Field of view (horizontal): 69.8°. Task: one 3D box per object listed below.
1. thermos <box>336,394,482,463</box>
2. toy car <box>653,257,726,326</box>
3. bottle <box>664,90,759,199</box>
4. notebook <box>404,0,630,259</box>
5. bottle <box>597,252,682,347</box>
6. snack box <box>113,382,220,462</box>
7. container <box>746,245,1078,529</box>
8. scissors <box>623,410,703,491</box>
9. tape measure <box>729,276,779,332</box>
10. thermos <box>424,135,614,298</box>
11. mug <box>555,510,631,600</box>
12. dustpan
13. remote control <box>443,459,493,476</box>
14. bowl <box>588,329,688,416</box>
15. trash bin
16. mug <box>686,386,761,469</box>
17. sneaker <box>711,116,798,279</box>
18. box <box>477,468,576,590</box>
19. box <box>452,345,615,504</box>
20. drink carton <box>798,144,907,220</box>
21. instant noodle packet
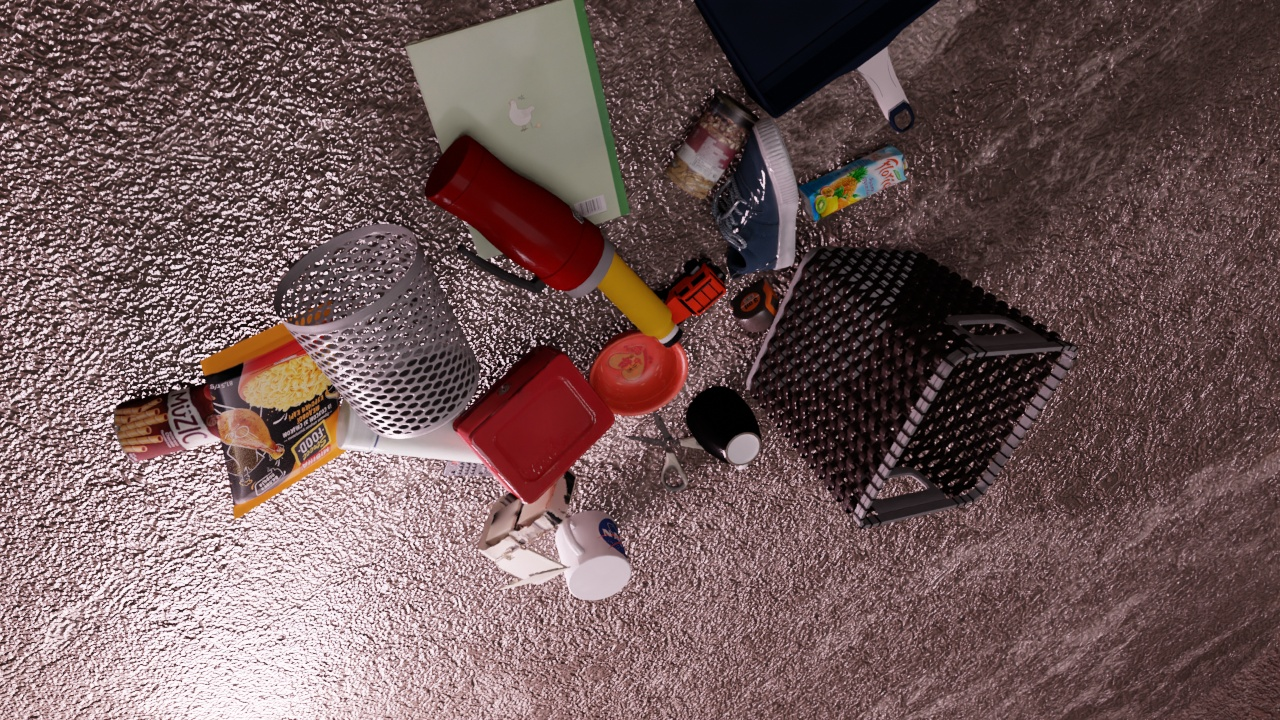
[{"bbox_3d":[-0.248,0.087,1.118,0.229,0.068,0.068,10,121,-30],"label":"thermos"},{"bbox_3d":[0.059,-0.079,1.119,0.100,0.048,0.051,-40,127,13],"label":"toy car"},{"bbox_3d":[0.078,-0.235,1.006,0.056,0.056,0.105,23,115,-31],"label":"bottle"},{"bbox_3d":[-0.119,-0.236,0.968,0.182,0.010,0.253,-18,129,-5],"label":"notebook"},{"bbox_3d":[-0.007,-0.073,1.079,0.043,0.043,0.143,-41,110,12],"label":"bottle"},{"bbox_3d":[-0.507,0.065,1.019,0.121,0.072,0.072,-14,128,-8],"label":"snack box"},{"bbox_3d":[0.312,0.018,1.119,0.246,0.243,0.246,-4,128,-36],"label":"container"},{"bbox_3d":[0.053,0.125,1.292,0.171,0.012,0.158,-5,125,-14],"label":"scissors"},{"bbox_3d":[0.149,-0.065,1.155,0.058,0.058,0.038,-37,128,13],"label":"tape measure"},{"bbox_3d":[-0.131,-0.138,0.971,0.198,0.084,0.108,34,93,-32],"label":"thermos"},{"bbox_3d":[-0.076,0.269,1.303,0.091,0.090,0.121,-33,129,7],"label":"mug"},{"bbox_3d":[0.211,-0.354,0.947,0.236,0.080,0.273,-35,128,8],"label":"dustpan"},{"bbox_3d":[-0.182,0.136,1.210,0.150,0.022,0.047,3,148,-20],"label":"remote control"},{"bbox_3d":[-0.007,0.007,1.162,0.130,0.045,0.131,-9,127,-12],"label":"bowl"},{"bbox_3d":[-0.271,-0.025,0.982,0.156,0.156,0.183,-23,132,-2],"label":"trash bin"},{"bbox_3d":[0.123,0.106,1.234,0.085,0.100,0.119,-28,122,-6],"label":"mug"},{"bbox_3d":[0.125,-0.174,1.032,0.087,0.089,0.236,-15,147,-1],"label":"sneaker"},{"bbox_3d":[-0.130,0.248,1.181,0.144,0.186,0.105,-33,116,32],"label":"box"},{"bbox_3d":[-0.126,0.075,1.099,0.157,0.087,0.129,-46,118,-17],"label":"box"},{"bbox_3d":[0.254,-0.213,1.093,0.129,0.038,0.044,-25,129,-1],"label":"drink carton"},{"bbox_3d":[-0.401,0.056,1.028,0.159,0.032,0.221,-37,144,-45],"label":"instant noodle packet"}]
